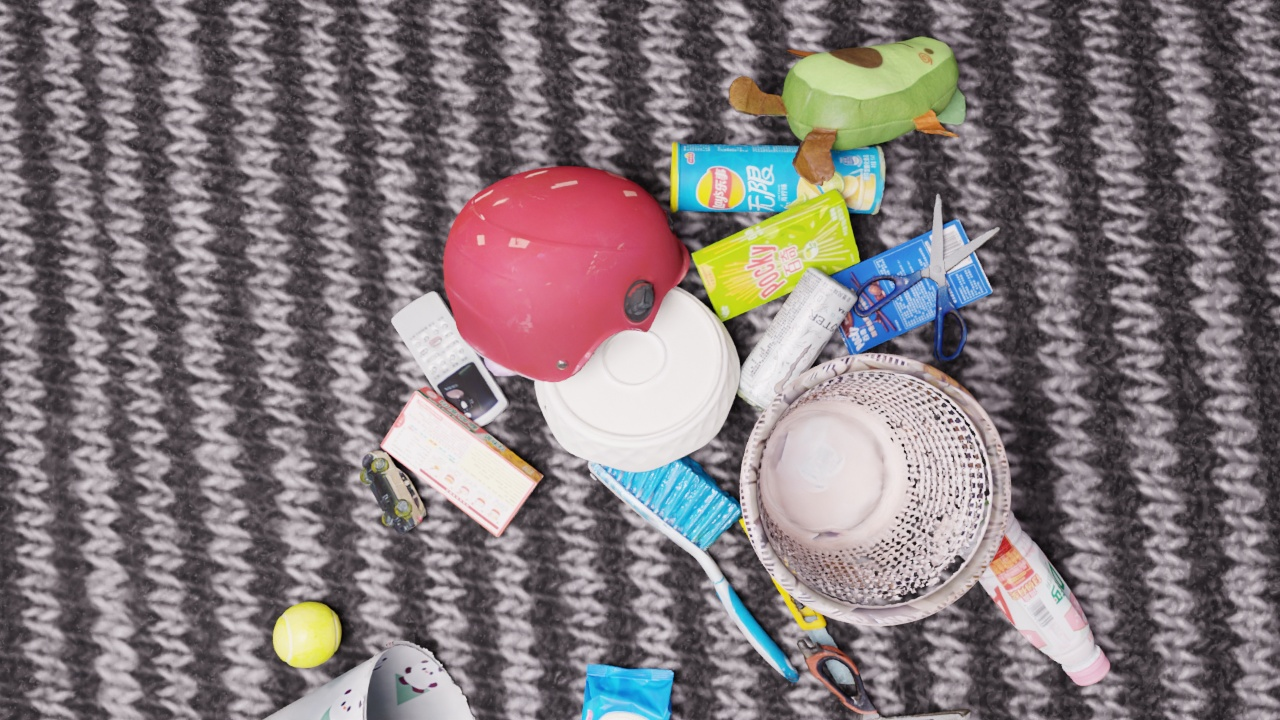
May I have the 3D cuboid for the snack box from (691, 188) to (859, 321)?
[{"bbox_3d":[0.137,-0.104,0.922,0.156,0.086,0.026,-23,43,5],"label":"snack box"}]

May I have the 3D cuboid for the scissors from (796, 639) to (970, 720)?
[{"bbox_3d":[0.217,0.367,0.922,0.189,0.015,0.226,-43,98,10],"label":"scissors"}]

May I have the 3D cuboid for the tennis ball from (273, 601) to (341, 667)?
[{"bbox_3d":[-0.337,0.278,0.930,0.065,0.065,0.065,0,87,2],"label":"tennis ball"}]

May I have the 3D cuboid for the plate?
[{"bbox_3d":[-0.005,0.005,0.906,0.205,0.046,0.204,-1,66,3],"label":"plate"}]

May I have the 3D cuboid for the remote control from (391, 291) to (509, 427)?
[{"bbox_3d":[-0.199,0.002,0.961,0.058,0.021,0.150,-34,86,1],"label":"remote control"}]

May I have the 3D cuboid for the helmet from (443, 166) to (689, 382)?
[{"bbox_3d":[-0.076,-0.109,0.862,0.239,0.144,0.207,-34,45,-17],"label":"helmet"}]

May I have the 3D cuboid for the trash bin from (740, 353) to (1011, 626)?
[{"bbox_3d":[0.195,0.111,0.854,0.227,0.192,0.227,0,87,-1],"label":"trash bin"}]

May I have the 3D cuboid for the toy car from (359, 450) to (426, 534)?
[{"bbox_3d":[-0.257,0.133,0.947,0.042,0.035,0.090,-34,86,43],"label":"toy car"}]

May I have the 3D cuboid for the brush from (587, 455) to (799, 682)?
[{"bbox_3d":[0.071,0.188,0.932,0.314,0.060,0.109,40,94,1],"label":"brush"}]

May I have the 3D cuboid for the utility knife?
[{"bbox_3d":[0.162,0.238,0.941,0.033,0.015,0.219,-30,87,2],"label":"utility knife"}]

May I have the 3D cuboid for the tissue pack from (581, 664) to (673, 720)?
[{"bbox_3d":[-0.018,0.385,0.921,0.095,0.052,0.157,7,88,2],"label":"tissue pack"}]

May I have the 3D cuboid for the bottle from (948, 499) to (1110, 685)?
[{"bbox_3d":[0.389,0.232,0.911,0.068,0.068,0.197,-38,90,0],"label":"bottle"}]

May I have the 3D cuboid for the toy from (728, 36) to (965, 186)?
[{"bbox_3d":[0.217,-0.261,0.903,0.246,0.090,0.227,-25,53,-24],"label":"toy"}]

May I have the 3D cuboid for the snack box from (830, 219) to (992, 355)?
[{"bbox_3d":[0.271,-0.075,0.947,0.157,0.026,0.084,-24,86,1],"label":"snack box"}]

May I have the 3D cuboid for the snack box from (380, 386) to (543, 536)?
[{"bbox_3d":[-0.184,0.103,0.942,0.156,0.027,0.077,37,108,3],"label":"snack box"}]

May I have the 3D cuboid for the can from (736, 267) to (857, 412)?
[{"bbox_3d":[0.153,-0.019,0.919,0.058,0.058,0.147,33,101,3],"label":"can"}]

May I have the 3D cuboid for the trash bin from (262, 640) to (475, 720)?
[{"bbox_3d":[-0.297,0.420,0.853,0.252,0.229,0.229,-26,87,6],"label":"trash bin"}]

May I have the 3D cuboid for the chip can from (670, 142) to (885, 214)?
[{"bbox_3d":[0.136,-0.184,0.935,0.210,0.071,0.071,1,87,1],"label":"chip can"}]

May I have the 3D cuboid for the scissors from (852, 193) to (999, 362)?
[{"bbox_3d":[0.292,-0.079,0.926,0.162,0.012,0.176,-12,87,1],"label":"scissors"}]

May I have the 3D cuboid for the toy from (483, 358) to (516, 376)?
[{"bbox_3d":[-0.125,-0.033,0.947,0.084,0.039,0.108,21,87,35],"label":"toy"}]
